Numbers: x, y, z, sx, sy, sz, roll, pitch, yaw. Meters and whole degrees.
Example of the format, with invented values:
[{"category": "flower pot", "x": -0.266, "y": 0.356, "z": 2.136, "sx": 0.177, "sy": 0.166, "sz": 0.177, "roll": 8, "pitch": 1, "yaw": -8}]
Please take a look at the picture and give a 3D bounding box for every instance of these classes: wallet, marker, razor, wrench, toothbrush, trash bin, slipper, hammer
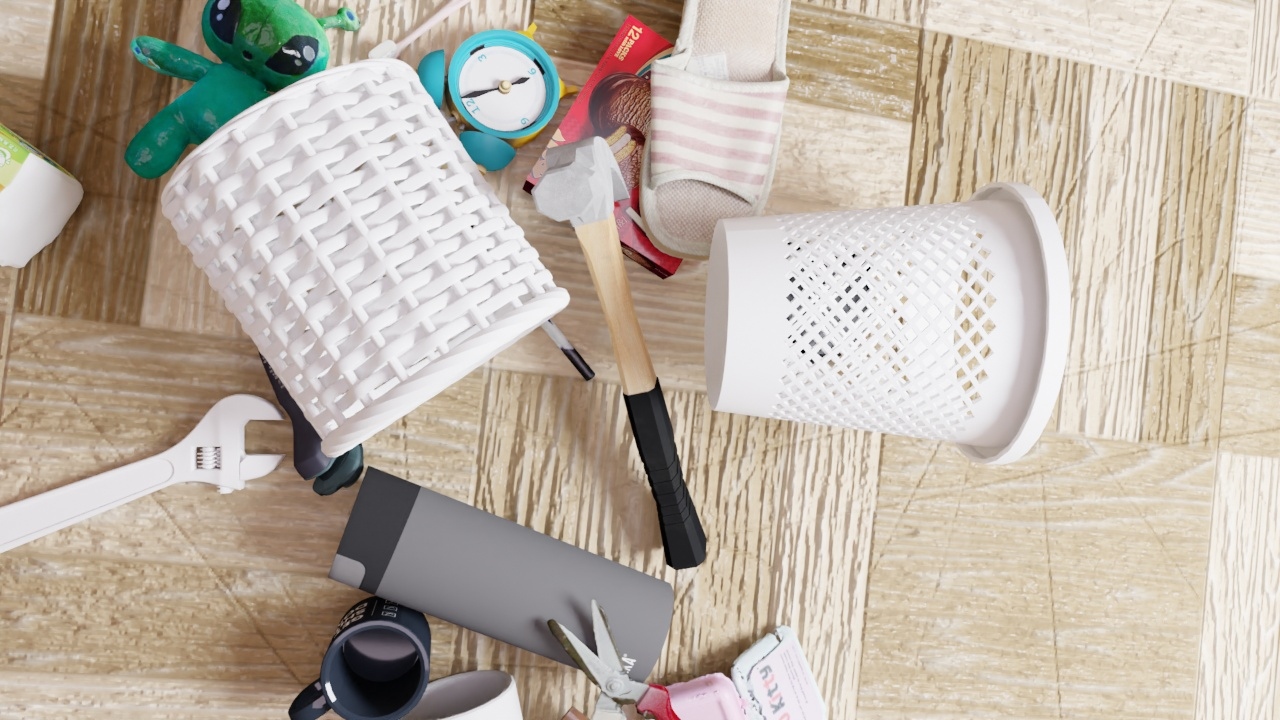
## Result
[{"category": "wallet", "x": -0.030, "y": 0.332, "z": 0.699, "sx": 0.121, "sy": 0.013, "sz": 0.087, "roll": 37, "pitch": 96, "yaw": 2}, {"category": "marker", "x": -0.085, "y": -0.045, "z": 0.713, "sx": 0.011, "sy": 0.011, "sz": 0.152, "roll": -40, "pitch": 97, "yaw": -10}, {"category": "razor", "x": -0.242, "y": 0.027, "z": 0.662, "sx": 0.047, "sy": 0.052, "sz": 0.143, "roll": -23, "pitch": 93, "yaw": 29}, {"category": "wrench", "x": -0.384, "y": 0.094, "z": 0.646, "sx": 0.273, "sy": 0.018, "sz": 0.066, "roll": -21, "pitch": 93, "yaw": -10}, {"category": "toothbrush", "x": -0.136, "y": -0.280, "z": 0.703, "sx": 0.181, "sy": 0.018, "sz": 0.015, "roll": -41, "pitch": 92, "yaw": -11}, {"category": "trash bin", "x": 0.151, "y": -0.028, "z": 0.638, "sx": 0.199, "sy": 0.195, "sz": 0.195, "roll": 2, "pitch": 88, "yaw": -2}, {"category": "slipper", "x": 0.060, "y": -0.207, "z": 0.687, "sx": 0.115, "sy": 0.052, "sz": 0.263, "roll": 11, "pitch": 86, "yaw": -13}, {"category": "hammer", "x": -0.004, "y": 0.004, "z": 0.663, "sx": 0.039, "sy": 0.131, "sz": 0.328, "roll": -11, "pitch": 110, "yaw": 11}]

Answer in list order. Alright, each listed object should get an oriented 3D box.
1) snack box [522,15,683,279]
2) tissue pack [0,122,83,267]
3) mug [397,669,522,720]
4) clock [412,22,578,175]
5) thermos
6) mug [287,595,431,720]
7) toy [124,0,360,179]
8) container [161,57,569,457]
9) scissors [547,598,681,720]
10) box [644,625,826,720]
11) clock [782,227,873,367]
[{"category": "snack box", "x": 0.005, "y": -0.165, "z": 0.721, "sx": 0.132, "sy": 0.036, "sz": 0.152, "roll": 32, "pitch": 83, "yaw": -9}, {"category": "tissue pack", "x": -0.493, "y": -0.124, "z": 0.582, "sx": 0.197, "sy": 0.120, "sz": 0.141, "roll": 37, "pitch": 81, "yaw": -3}, {"category": "mug", "x": -0.140, "y": 0.286, "z": 0.663, "sx": 0.121, "sy": 0.091, "sz": 0.090, "roll": -11, "pitch": 91, "yaw": 23}, {"category": "clock", "x": -0.115, "y": -0.198, "z": 0.695, "sx": 0.129, "sy": 0.044, "sz": 0.099, "roll": -37, "pitch": 96, "yaw": -17}, {"category": "thermos", "x": -0.101, "y": 0.159, "z": 0.669, "sx": 0.240, "sy": 0.082, "sz": 0.082, "roll": 24, "pitch": 84, "yaw": -10}, {"category": "mug", "x": -0.200, "y": 0.220, "z": 0.650, "sx": 0.105, "sy": 0.077, "sz": 0.071, "roll": -33, "pitch": 95, "yaw": -11}, {"category": "toy", "x": -0.283, "y": -0.197, "z": 0.650, "sx": 0.130, "sy": 0.072, "sz": 0.193, "roll": 30, "pitch": 74, "yaw": -12}, {"category": "container", "x": -0.175, "y": -0.065, "z": 0.604, "sx": 0.189, "sy": 0.189, "sz": 0.187, "roll": -34, "pitch": 94, "yaw": -10}, {"category": "scissors", "x": -0.001, "y": 0.262, "z": 0.658, "sx": 0.185, "sy": 0.015, "sz": 0.179, "roll": 17, "pitch": 106, "yaw": -9}, {"category": "box", "x": 0.098, "y": 0.330, "z": 0.719, "sx": 0.153, "sy": 0.067, "sz": 0.201, "roll": -22, "pitch": 94, "yaw": -11}, {"category": "clock", "x": 0.144, "y": -0.054, "z": 0.744, "sx": 0.091, "sy": 0.042, "sz": 0.120, "roll": 5, "pitch": 88, "yaw": -12}]
